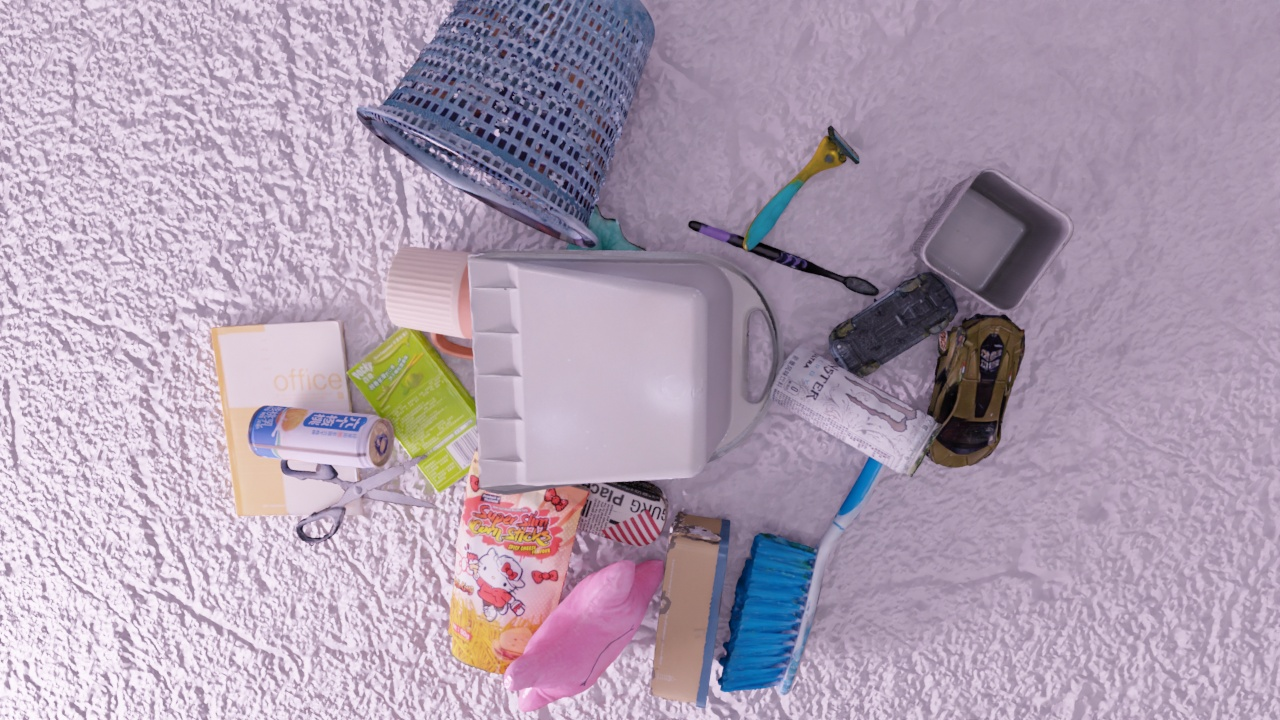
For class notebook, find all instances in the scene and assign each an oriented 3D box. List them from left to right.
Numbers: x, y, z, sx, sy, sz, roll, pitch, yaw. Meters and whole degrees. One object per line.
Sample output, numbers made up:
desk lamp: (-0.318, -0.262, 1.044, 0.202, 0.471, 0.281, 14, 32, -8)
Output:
notebook: (-0.368, 0.063, 0.958, 0.146, 0.010, 0.206, -2, 99, 9)

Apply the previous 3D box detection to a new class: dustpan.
dustpan: (-0.005, 0.005, 0.840, 0.258, 0.142, 0.223, 3, 104, 14)

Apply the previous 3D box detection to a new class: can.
can: (-0.317, 0.076, 0.912, 0.135, 0.053, 0.053, 4, 99, 14)
can: (0.192, 0.045, 0.829, 0.147, 0.058, 0.058, 31, 102, 19)

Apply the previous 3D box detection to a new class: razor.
razor: (0.140, -0.152, 0.839, 0.043, 0.028, 0.133, 37, 101, -30)

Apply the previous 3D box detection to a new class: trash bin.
trash bin: (-0.093, -0.233, 0.783, 0.226, 0.226, 0.195, 28, 89, 3)

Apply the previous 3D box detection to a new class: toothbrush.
toothbrush: (0.132, -0.096, 0.856, 0.189, 0.016, 0.014, 21, 102, 6)

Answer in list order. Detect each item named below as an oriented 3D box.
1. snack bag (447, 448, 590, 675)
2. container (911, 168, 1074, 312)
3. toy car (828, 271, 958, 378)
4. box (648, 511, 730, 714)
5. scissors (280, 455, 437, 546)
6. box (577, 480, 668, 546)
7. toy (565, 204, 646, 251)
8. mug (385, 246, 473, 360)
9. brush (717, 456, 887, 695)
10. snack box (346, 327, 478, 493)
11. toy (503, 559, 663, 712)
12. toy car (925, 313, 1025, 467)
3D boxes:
snack bag: (-0.129, 0.199, 0.901, 0.129, 0.073, 0.208, 18, 107, 17)
container: (0.291, -0.103, 0.780, 0.090, 0.114, 0.090, 34, 102, 2)
toy car: (0.230, -0.033, 0.840, 0.121, 0.036, 0.054, -35, 96, 16)
box: (0.048, 0.243, 0.885, 0.060, 0.089, 0.184, 6, 102, 7)
scissors: (-0.295, 0.135, 0.939, 0.178, 0.014, 0.159, 33, 106, 7)
box: (-0.051, 0.133, 0.909, 0.164, 0.055, 0.070, 19, 89, 5)
toy: (-0.046, -0.100, 0.875, 0.096, 0.030, 0.092, 24, 103, 1)
mug: (-0.178, -0.052, 0.883, 0.106, 0.081, 0.115, 9, 129, 9)
brush: (0.161, 0.179, 0.878, 0.109, 0.060, 0.314, 14, 98, 1)
snack box: (-0.215, 0.048, 0.925, 0.086, 0.026, 0.156, -37, 92, 12)
toy: (-0.046, 0.259, 0.879, 0.074, 0.179, 0.194, 40, 71, 23)
toy car: (0.298, 0.031, 0.823, 0.070, 0.042, 0.158, 1, 117, -2)
